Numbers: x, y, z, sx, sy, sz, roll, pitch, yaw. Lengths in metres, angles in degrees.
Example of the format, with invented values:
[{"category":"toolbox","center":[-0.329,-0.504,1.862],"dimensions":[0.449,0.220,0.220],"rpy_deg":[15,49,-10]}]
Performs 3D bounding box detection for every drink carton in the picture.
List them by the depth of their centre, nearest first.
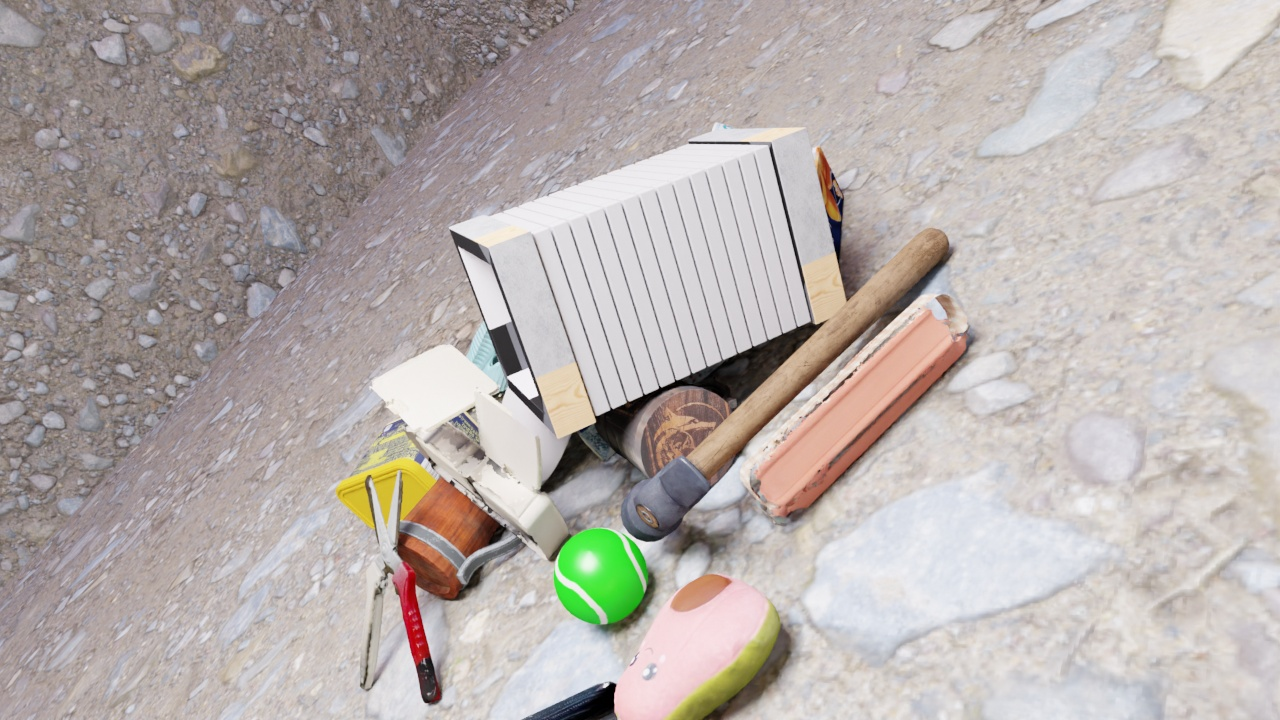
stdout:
[{"category":"drink carton","center":[0.152,-0.133,0.828],"dimensions":[0.040,0.064,0.129],"rpy_deg":[-19,33,27]}]

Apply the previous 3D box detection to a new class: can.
[{"category":"can","center":[-0.244,0.112,0.986],"dimensions":[0.136,0.075,0.104],"rpy_deg":[-21,30,36]}]

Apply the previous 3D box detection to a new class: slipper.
[{"category":"slipper","center":[-0.159,-0.006,1.043],"dimensions":[0.277,0.069,0.115],"rpy_deg":[-45,3,35]}]

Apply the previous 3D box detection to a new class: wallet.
[{"category":"wallet","center":[-0.052,0.253,0.550],"dimensions":[0.115,0.026,0.089],"rpy_deg":[-32,28,24]}]

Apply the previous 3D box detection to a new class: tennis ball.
[{"category":"tennis ball","center":[-0.028,0.149,0.635],"dimensions":[0.065,0.065,0.065],"rpy_deg":[-32,27,19]}]

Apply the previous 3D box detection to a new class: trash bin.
[{"category":"trash bin","center":[0.005,-0.072,0.711],"dimensions":[0.246,0.142,0.142],"rpy_deg":[-23,20,-15]}]

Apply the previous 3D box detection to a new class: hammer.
[{"category":"hammer","center":[0.116,0.003,0.643],"dimensions":[0.321,0.040,0.129],"rpy_deg":[-41,-7,-23]}]

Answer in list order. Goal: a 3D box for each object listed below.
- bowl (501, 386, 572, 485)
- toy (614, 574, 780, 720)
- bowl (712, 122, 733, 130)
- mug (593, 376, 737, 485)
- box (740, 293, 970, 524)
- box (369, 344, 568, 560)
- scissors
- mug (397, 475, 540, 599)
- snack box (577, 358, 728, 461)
[{"category":"bowl","center":[-0.102,0.045,0.859],"dimensions":[0.150,0.043,0.149],"rpy_deg":[-49,31,43]},{"category":"toy","center":[0.030,0.174,0.531],"dimensions":[0.110,0.051,0.090],"rpy_deg":[-50,20,-11]},{"category":"bowl","center":[0.100,-0.154,0.897],"dimensions":[0.074,0.144,0.143],"rpy_deg":[9,42,7]},{"category":"mug","center":[0.031,0.044,0.722],"dimensions":[0.115,0.080,0.107],"rpy_deg":[-19,18,-19]},{"category":"box","center":[0.141,0.028,0.608],"dimensions":[0.187,0.057,0.067],"rpy_deg":[-43,-6,-6]},{"category":"box","center":[-0.117,0.068,0.716],"dimensions":[0.143,0.180,0.080],"rpy_deg":[34,70,20]},{"category":"scissors","center":[-0.208,0.199,0.758],"dimensions":[0.198,0.015,0.180],"rpy_deg":[53,125,32]},{"category":"mug","center":[-0.150,0.146,0.813],"dimensions":[0.117,0.081,0.110],"rpy_deg":[10,48,30]},{"category":"snack box","center":[-0.005,0.005,0.856],"dimensions":[0.145,0.042,0.144],"rpy_deg":[-40,26,4]}]
